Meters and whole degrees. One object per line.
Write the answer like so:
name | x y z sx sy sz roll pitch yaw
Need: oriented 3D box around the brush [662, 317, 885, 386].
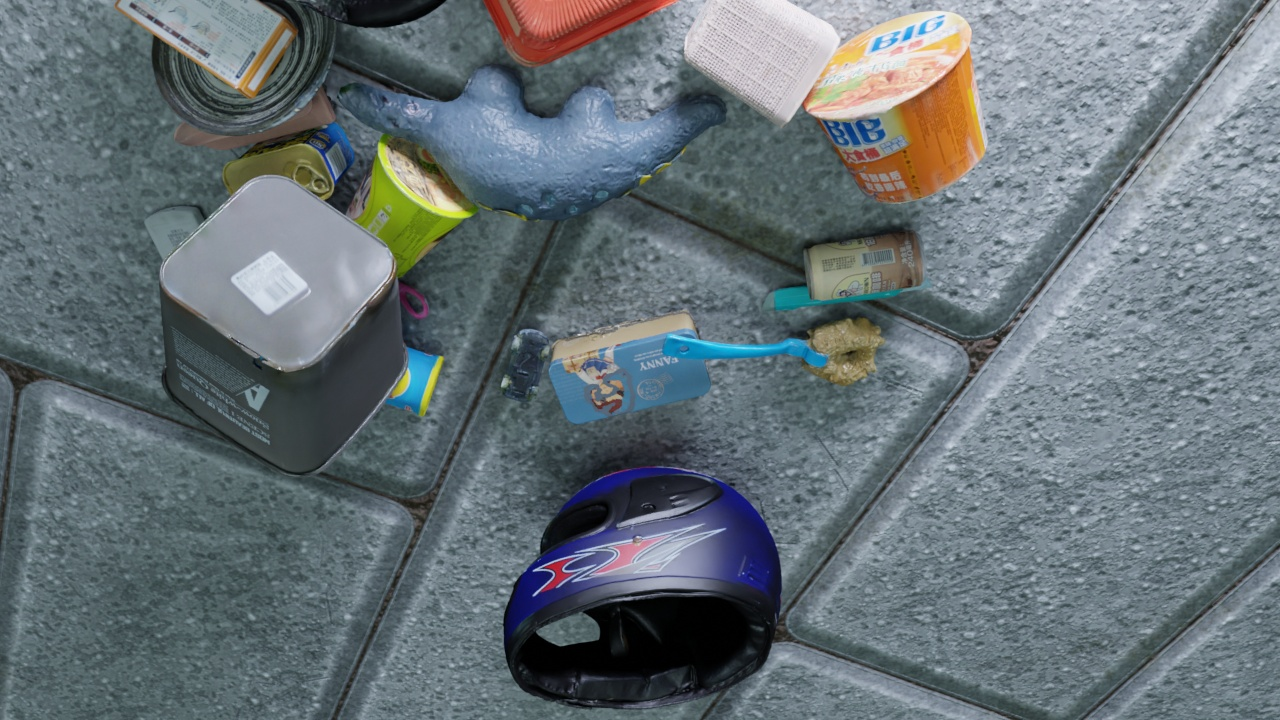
brush | 0.146 -0.011 0.980 0.254 0.045 0.083 1 131 -18

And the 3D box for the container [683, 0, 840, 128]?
container | 0.103 -0.281 0.819 0.111 0.089 0.090 28 118 -12

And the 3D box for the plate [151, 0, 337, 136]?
plate | -0.351 -0.283 0.823 0.179 0.024 0.179 -1 82 10

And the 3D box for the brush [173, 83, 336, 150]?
brush | -0.368 -0.237 0.869 0.146 0.073 0.063 -12 123 9

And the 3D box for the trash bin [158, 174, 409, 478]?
trash bin | -0.332 -0.032 0.860 0.199 0.198 0.220 34 151 -2

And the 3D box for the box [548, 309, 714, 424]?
box | -0.006 0.006 1.016 0.184 0.061 0.090 -14 121 12

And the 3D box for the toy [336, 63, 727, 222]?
toy | -0.101 -0.202 0.869 0.356 0.091 0.138 4 121 -6

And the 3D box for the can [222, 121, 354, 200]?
can | -0.338 -0.189 0.892 0.102 0.083 0.057 -12 121 9

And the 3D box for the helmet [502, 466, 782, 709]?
helmet | -0.001 0.243 1.050 0.315 0.240 0.248 -2 123 -10

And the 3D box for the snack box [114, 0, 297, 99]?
snack box | -0.381 -0.300 0.804 0.154 0.026 0.075 34 89 12

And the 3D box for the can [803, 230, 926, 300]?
can | 0.230 -0.097 0.944 0.116 0.058 0.058 -9 121 7

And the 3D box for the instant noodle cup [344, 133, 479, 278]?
instant noodle cup | -0.237 -0.146 0.909 0.111 0.111 0.124 36 125 -19

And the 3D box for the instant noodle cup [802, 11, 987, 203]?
instant noodle cup | 0.235 -0.221 0.823 0.151 0.151 0.111 -25 126 16

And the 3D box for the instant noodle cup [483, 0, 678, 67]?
instant noodle cup | -0.065 -0.352 0.785 0.189 0.079 0.164 -20 116 18

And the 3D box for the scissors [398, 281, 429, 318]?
scissors | -0.289 -0.093 0.992 0.074 0.017 0.137 -23 114 26

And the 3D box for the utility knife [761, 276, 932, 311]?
utility knife | 0.220 -0.073 0.986 0.182 0.013 0.029 -6 125 7

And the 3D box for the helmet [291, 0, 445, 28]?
helmet | -0.237 -0.407 0.711 0.274 0.156 0.231 37 119 -22

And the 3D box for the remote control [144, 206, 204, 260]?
remote control | -0.475 -0.094 0.991 0.058 0.021 0.150 -8 121 7

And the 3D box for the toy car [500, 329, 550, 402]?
toy car | -0.129 0.005 1.034 0.043 0.034 0.091 16 119 -5

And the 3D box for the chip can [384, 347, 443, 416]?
chip can | -0.329 -0.004 1.013 0.210 0.071 0.071 19 120 -9
